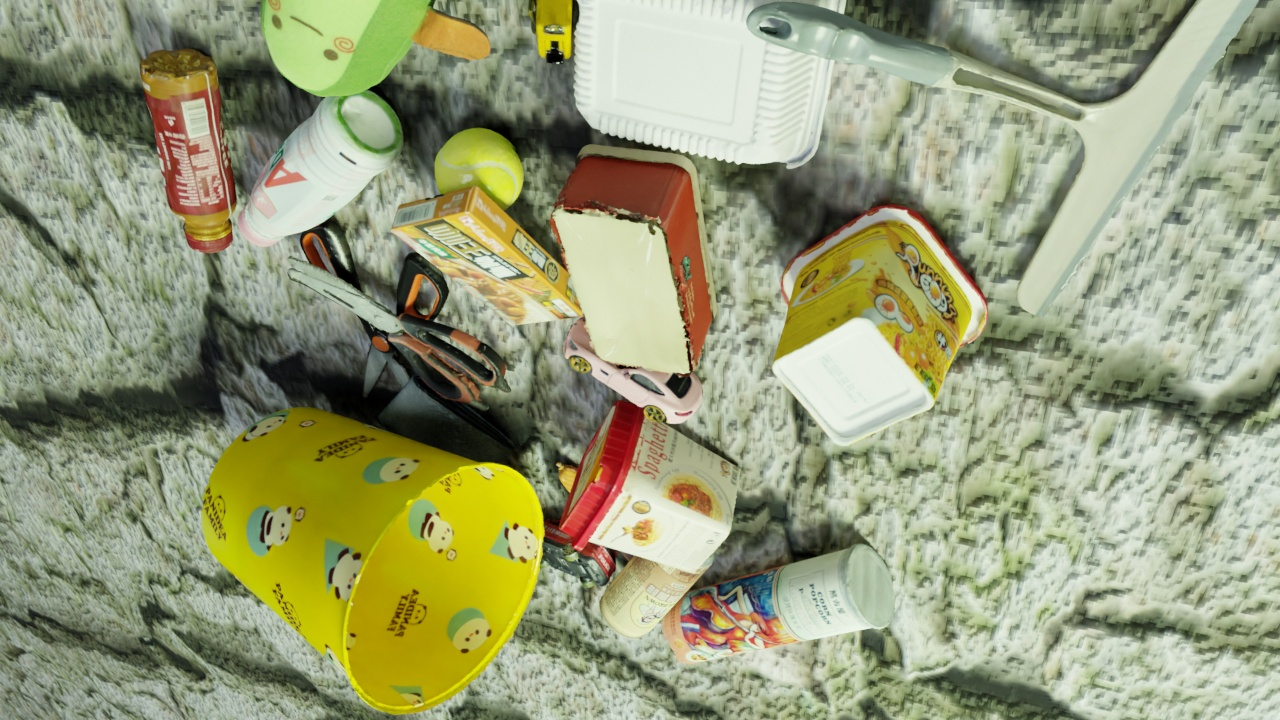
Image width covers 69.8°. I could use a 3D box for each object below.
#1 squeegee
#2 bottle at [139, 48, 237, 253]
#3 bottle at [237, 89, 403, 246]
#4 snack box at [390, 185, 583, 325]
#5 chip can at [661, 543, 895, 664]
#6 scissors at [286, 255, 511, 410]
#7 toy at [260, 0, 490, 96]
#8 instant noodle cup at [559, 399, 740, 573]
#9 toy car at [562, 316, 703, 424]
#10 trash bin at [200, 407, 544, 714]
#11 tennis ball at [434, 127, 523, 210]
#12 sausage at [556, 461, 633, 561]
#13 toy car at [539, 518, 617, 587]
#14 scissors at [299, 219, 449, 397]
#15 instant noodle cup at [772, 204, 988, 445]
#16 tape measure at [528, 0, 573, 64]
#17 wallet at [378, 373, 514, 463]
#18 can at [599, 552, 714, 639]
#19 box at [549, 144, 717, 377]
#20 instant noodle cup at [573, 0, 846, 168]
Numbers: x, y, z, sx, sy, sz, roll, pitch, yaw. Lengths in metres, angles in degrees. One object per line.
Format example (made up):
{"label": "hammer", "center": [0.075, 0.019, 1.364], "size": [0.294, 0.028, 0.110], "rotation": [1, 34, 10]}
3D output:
{"label": "squeegee", "center": [0.177, -0.161, 0.520], "size": [0.246, 0.039, 0.247], "rotation": [15, 127, -5]}
{"label": "bottle", "center": [-0.387, -0.176, 0.796], "size": [0.057, 0.057, 0.175], "rotation": [21, 130, 12]}
{"label": "bottle", "center": [-0.273, -0.149, 0.755], "size": [0.197, 0.068, 0.068], "rotation": [-24, 110, 40]}
{"label": "snack box", "center": [-0.112, -0.076, 0.707], "size": [0.075, 0.026, 0.153], "rotation": [-6, 151, 29]}
{"label": "chip can", "center": [0.118, 0.225, 0.833], "size": [0.215, 0.071, 0.071], "rotation": [-27, 109, 39]}
{"label": "scissors", "center": [-0.221, -0.022, 0.826], "size": [0.206, 0.015, 0.195], "rotation": [4, 133, 25]}
{"label": "toy", "center": [-0.187, -0.275, 0.602], "size": [0.227, 0.089, 0.247], "rotation": [39, 129, 4]}
{"label": "instant noodle cup", "center": [0.011, 0.113, 0.784], "size": [0.124, 0.116, 0.117], "rotation": [24, 132, -8]}
{"label": "toy car", "center": [-0.004, 0.004, 0.740], "size": [0.122, 0.056, 0.037], "rotation": [33, 136, 1]}
{"label": "trash bin", "center": [-0.261, 0.166, 0.867], "size": [0.256, 0.228, 0.230], "rotation": [18, 132, 33]}
{"label": "tennis ball", "center": [-0.120, -0.140, 0.684], "size": [0.065, 0.065, 0.066], "rotation": [14, 129, 17]}
{"label": "sausage", "center": [-0.029, 0.159, 0.890], "size": [0.022, 0.021, 0.165], "rotation": [-26, 109, 38]}
{"label": "toy car", "center": [-0.073, 0.187, 0.916], "size": [0.121, 0.045, 0.053], "rotation": [9, 135, 40]}
{"label": "scissors", "center": [-0.242, -0.040, 0.853], "size": [0.224, 0.021, 0.222], "rotation": [48, 135, -14]}
{"label": "instant noodle cup", "center": [0.149, -0.019, 0.600], "size": [0.116, 0.123, 0.116], "rotation": [48, 131, -12]}
{"label": "tape measure", "center": [-0.058, -0.225, 0.592], "size": [0.029, 0.060, 0.057], "rotation": [2, 167, -3]}
{"label": "wallet", "center": [-0.191, 0.070, 0.900], "size": [0.121, 0.019, 0.097], "rotation": [38, 139, -12]}
{"label": "can", "center": [0.014, 0.204, 0.858], "size": [0.058, 0.058, 0.116], "rotation": [36, 115, -2]}
{"label": "box", "center": [-0.005, -0.059, 0.645], "size": [0.091, 0.079, 0.168], "rotation": [11, 146, 19]}
{"label": "instant noodle cup", "center": [0.031, -0.189, 0.577], "size": [0.173, 0.060, 0.138], "rotation": [17, 130, 16]}
